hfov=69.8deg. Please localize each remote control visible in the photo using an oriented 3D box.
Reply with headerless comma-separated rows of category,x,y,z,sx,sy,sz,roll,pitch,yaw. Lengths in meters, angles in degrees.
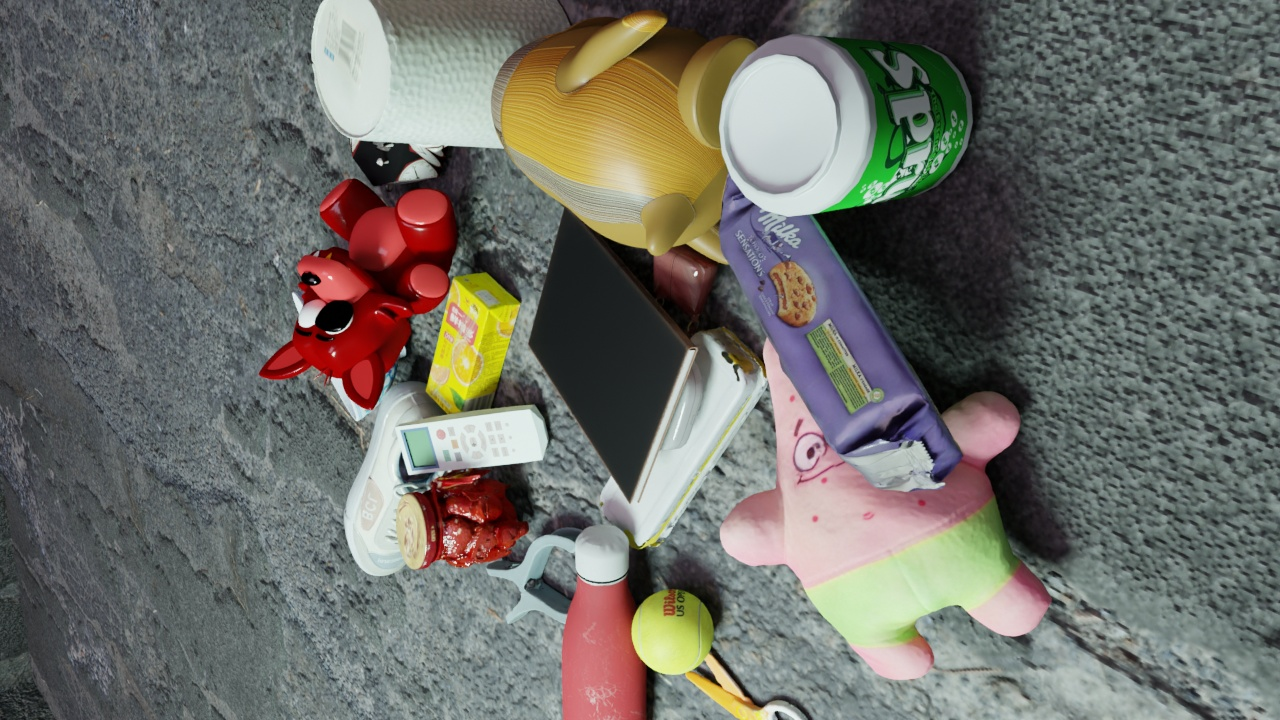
remote control,-0.153,0.072,0.850,0.143,0.024,0.049,-8,105,16
remote control,-0.004,0.004,0.700,0.151,0.019,0.074,46,130,46

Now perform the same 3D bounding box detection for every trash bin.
trash bin,-0.151,-0.225,0.702,0.133,0.161,0.133,15,112,41

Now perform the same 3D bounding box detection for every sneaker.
sneaker,-0.246,0.145,0.949,0.090,0.089,0.243,48,128,43

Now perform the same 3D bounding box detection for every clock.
clock,-0.221,-0.225,0.831,0.155,0.064,0.114,-32,78,48

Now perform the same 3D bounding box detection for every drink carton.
drink carton,-0.159,-0.011,0.856,0.058,0.042,0.135,41,127,29

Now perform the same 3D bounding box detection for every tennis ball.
tennis ball,0.026,0.216,0.731,0.065,0.065,0.065,15,112,40

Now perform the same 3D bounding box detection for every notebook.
notebook,-0.031,-0.011,0.714,0.209,0.008,0.142,52,134,43

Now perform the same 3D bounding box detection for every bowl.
bowl,-0.289,-0.019,0.942,0.144,0.074,0.144,49,155,32

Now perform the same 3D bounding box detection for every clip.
clip,-0.096,0.186,0.867,0.167,0.028,0.127,-22,85,44

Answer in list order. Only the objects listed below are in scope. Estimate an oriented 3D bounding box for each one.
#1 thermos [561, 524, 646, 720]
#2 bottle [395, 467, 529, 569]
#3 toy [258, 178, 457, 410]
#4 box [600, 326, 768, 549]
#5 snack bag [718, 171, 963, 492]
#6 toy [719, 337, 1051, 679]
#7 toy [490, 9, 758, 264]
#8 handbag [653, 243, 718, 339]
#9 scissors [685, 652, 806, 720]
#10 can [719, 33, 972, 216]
thermos,-0.031,0.247,0.778,0.073,0.073,0.240,20,119,39
bottle,-0.164,0.144,0.858,0.099,0.111,0.099,2,93,54
toy,-0.249,-0.061,0.820,0.158,0.120,0.196,13,68,29
box,0.028,0.066,0.710,0.064,0.033,0.210,48,129,26
snack bag,0.105,-0.020,0.525,0.058,0.096,0.205,-34,54,14
toy,0.137,0.071,0.564,0.192,0.096,0.236,-30,67,13
toy,-0.012,-0.162,0.616,0.203,0.162,0.199,28,160,38
handbag,0.025,-0.030,0.691,0.055,0.029,0.120,36,130,37
scissors,0.087,0.272,0.726,0.133,0.012,0.097,51,130,18
can,0.112,-0.127,0.494,0.088,0.139,0.088,15,112,40
